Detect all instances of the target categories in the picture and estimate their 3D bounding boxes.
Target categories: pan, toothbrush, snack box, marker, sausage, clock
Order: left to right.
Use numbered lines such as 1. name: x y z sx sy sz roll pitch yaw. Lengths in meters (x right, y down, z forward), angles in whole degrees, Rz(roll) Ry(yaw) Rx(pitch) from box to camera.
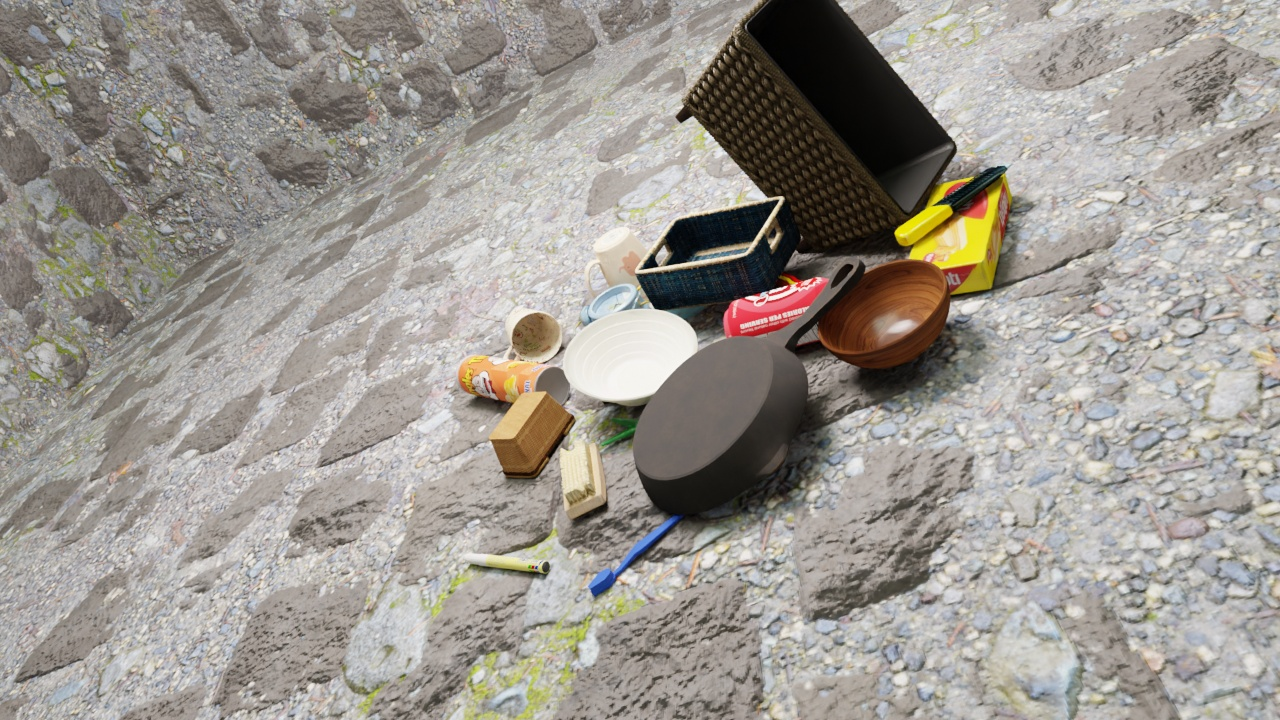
1. marker: -0.156 0.233 1.060 0.133 0.014 0.014 -4 39 39
2. clock: -0.044 -0.066 1.375 0.124 0.052 0.088 -29 31 4
3. toothbrush: 0.018 0.183 0.976 0.186 0.011 0.016 -39 30 -14
4. clock: 0.061 -0.104 1.343 0.087 0.042 0.123 -28 31 6
5. pan: 0.120 0.013 1.017 0.356 0.043 0.249 -49 27 -3
6. sausage: 0.189 -0.099 1.218 0.040 0.040 0.155 -34 29 -5
7. snack box: 0.388 -0.154 1.112 0.092 0.042 0.200 -7 37 36

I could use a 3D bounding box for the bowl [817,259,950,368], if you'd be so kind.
1. bowl: 0.277 -0.037 1.009 0.147 0.069 0.147 -28 31 18

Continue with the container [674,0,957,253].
1. container: 0.220 -0.311 1.230 0.176 0.321 0.206 -51 12 -31

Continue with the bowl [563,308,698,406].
1. bowl: -0.009 0.010 1.194 0.177 0.058 0.176 -8 41 7

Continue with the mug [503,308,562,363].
1. mug: -0.185 -0.028 1.447 0.122 0.081 0.097 -61 24 2

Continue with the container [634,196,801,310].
1. container: 0.106 -0.142 1.246 0.188 0.071 0.144 -5 37 38

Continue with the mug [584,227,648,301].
1. mug: -0.034 -0.140 1.424 0.111 0.104 0.085 -35 29 -9

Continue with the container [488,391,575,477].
1. container: -0.147 0.094 1.215 0.063 0.061 0.113 -4 39 39

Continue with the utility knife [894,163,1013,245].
1. utility knife: 0.382 -0.193 1.114 0.171 0.020 0.029 -35 31 -4

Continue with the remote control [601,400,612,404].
1. remote control: -0.008 0.007 1.267 0.058 0.013 0.133 -10 36 33

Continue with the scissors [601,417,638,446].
1. scissors: 0.009 0.075 1.150 0.129 0.012 0.119 8 46 47

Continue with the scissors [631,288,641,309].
1. scissors: -0.023 -0.048 1.288 0.086 0.015 0.135 -87 17 -80

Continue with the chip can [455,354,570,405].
1. chip can: -0.192 0.030 1.354 0.211 0.062 0.062 7 47 48

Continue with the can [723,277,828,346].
1. can: 0.178 -0.052 1.121 0.143 0.074 0.074 -15 33 27

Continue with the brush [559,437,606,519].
1. brush: -0.072 0.138 1.102 0.049 0.039 0.117 -26 31 7
